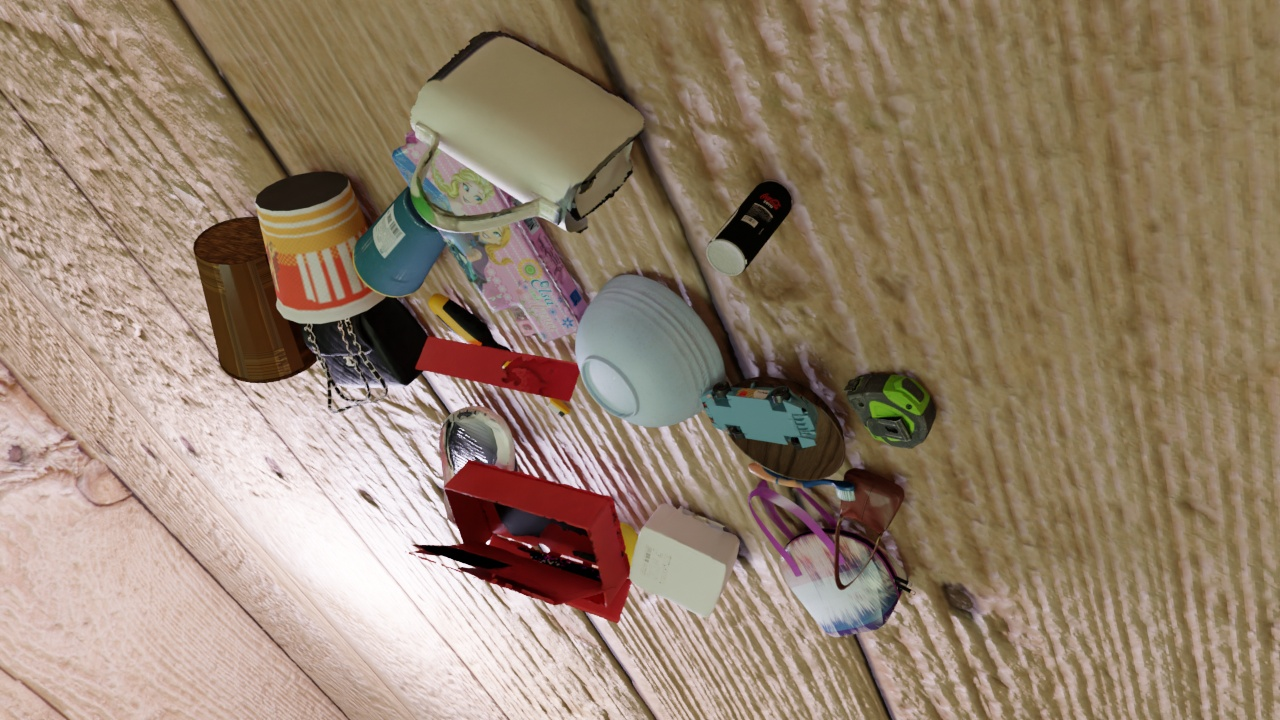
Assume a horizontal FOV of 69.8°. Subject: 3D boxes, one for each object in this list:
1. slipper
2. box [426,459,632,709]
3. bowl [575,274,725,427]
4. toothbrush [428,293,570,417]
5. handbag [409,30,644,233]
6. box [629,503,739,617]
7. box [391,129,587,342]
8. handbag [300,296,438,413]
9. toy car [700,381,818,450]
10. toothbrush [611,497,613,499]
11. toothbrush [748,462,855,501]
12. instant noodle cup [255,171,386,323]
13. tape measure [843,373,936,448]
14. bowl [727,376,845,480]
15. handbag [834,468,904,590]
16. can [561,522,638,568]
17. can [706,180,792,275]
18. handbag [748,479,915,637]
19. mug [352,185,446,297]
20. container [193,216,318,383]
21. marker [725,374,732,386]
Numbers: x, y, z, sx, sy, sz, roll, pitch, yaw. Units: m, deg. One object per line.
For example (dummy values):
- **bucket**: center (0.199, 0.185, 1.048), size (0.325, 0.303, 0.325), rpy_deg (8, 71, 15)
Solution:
- **slipper**: center (-0.197, 0.139, 1.162), size (0.111, 0.062, 0.264), rpy_deg (28, 134, 17)
- **box**: center (-0.138, 0.336, 1.084), size (0.213, 0.127, 0.425), rpy_deg (11, 98, 28)
- **bowl**: center (-0.005, 0.005, 0.827), size (0.150, 0.074, 0.151), rpy_deg (31, 145, 25)
- **toothbrush**: center (-0.153, -0.005, 1.005), size (0.196, 0.031, 0.031), rpy_deg (41, 120, -11)
- **handbag**: center (-0.102, -0.147, 0.678), size (0.151, 0.175, 0.074), rpy_deg (31, 145, 8)
- **box**: center (0.059, 0.212, 1.051), size (0.108, 0.101, 0.103), rpy_deg (21, 124, 14)
- **box**: center (-0.135, -0.112, 0.841), size (0.085, 0.063, 0.230), rpy_deg (-2, 128, 42)
- **handbag**: center (-0.339, -0.018, 1.079), size (0.154, 0.114, 0.125), rpy_deg (2, 128, 45)
- **toy car**: center (0.103, 0.041, 0.774), size (0.108, 0.027, 0.060), rpy_deg (6, 133, 44)
- **toothbrush**: center (-0.082, 0.202, 1.178), size (0.015, 0.016, 0.187), rpy_deg (44, 144, -8)
- **toothbrush**: center (0.149, 0.112, 0.856), size (0.135, 0.021, 0.017), rpy_deg (6, 112, 54)
- **instant noodle cup**: center (-0.338, -0.124, 0.967), size (0.123, 0.123, 0.121), rpy_deg (16, 131, 28)
- **tape measure**: center (0.204, 0.043, 0.739), size (0.059, 0.035, 0.065), rpy_deg (-13, 120, 47)
- **bowl**: center (0.131, 0.053, 0.817), size (0.119, 0.032, 0.119), rpy_deg (23, 142, 20)
- **handbag**: center (0.199, 0.160, 0.838), size (0.055, 0.029, 0.120), rpy_deg (23, 117, 28)
- **can**: center (-0.054, 0.240, 1.151), size (0.067, 0.067, 0.105), rpy_deg (50, 143, -15)
- **can**: center (0.079, -0.096, 0.658), size (0.031, 0.080, 0.032), rpy_deg (24, 142, 20)
- **handbag**: center (0.174, 0.185, 0.907), size (0.170, 0.067, 0.145), rpy_deg (49, 144, -3)
- **mug**: center (-0.227, -0.123, 0.904), size (0.078, 0.077, 0.122), rpy_deg (45, 140, -9)
- **container**: center (-0.470, -0.078, 1.124), size (0.132, 0.131, 0.168), rpy_deg (22, 135, 22)
- **marker**: center (0.089, 0.046, 0.859), size (0.020, 0.017, 0.133), rpy_deg (19, 145, 59)
